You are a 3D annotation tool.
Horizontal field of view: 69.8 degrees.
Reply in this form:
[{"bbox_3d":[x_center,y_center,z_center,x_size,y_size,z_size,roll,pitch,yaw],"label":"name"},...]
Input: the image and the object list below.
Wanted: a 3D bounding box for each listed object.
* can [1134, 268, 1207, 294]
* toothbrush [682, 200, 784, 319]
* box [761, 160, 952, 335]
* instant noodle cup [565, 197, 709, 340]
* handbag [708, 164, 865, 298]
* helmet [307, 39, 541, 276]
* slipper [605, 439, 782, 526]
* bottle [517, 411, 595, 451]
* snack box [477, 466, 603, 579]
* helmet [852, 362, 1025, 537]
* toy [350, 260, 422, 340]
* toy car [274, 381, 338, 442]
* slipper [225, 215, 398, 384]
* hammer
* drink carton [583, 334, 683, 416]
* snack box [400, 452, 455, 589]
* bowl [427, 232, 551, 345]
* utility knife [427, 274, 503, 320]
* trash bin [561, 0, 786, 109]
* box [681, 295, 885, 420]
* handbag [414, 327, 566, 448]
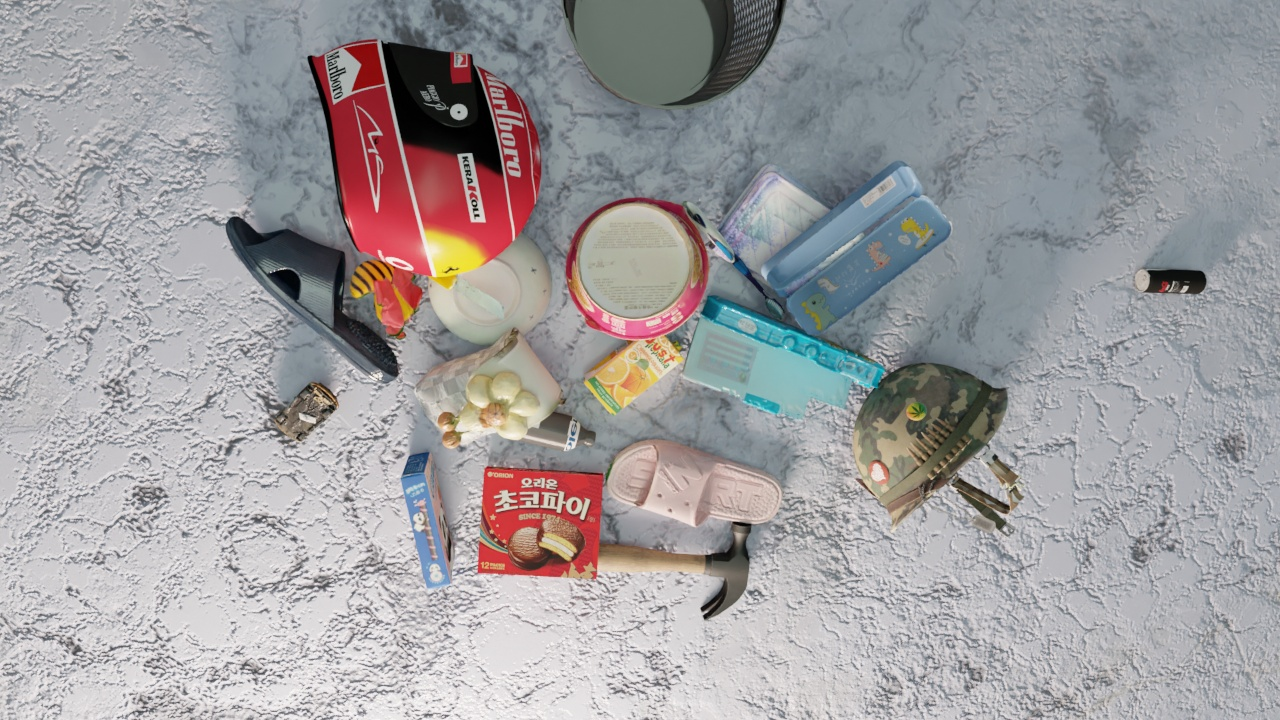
[{"bbox_3d":[0.694,-0.104,1.202,0.080,0.031,0.031,1,103,-5],"label":"can"},{"bbox_3d":[0.113,-0.121,1.116,0.016,0.017,0.189,-34,103,36],"label":"toothbrush"},{"bbox_3d":[0.251,-0.131,1.081,0.210,0.047,0.122,-38,109,13],"label":"box"},{"bbox_3d":[-0.005,-0.114,1.099,0.179,0.077,0.178,0,89,3],"label":"instant noodle cup"},{"bbox_3d":[0.182,-0.151,1.137,0.158,0.069,0.127,32,112,-10],"label":"handbag"},{"bbox_3d":[-0.224,-0.229,1.013,0.224,0.198,0.270,-12,79,-10],"label":"helmet"},{"bbox_3d":[0.075,0.167,1.199,0.239,0.064,0.094,12,101,-9],"label":"slipper"},{"bbox_3d":[-0.113,0.089,1.175,0.112,0.047,0.047,14,101,-8],"label":"bottle"},{"bbox_3d":[-0.128,0.209,1.187,0.152,0.036,0.132,4,89,-3],"label":"snack box"},{"bbox_3d":[0.378,0.123,1.141,0.236,0.193,0.224,25,78,14],"label":"helmet"},{"bbox_3d":[-0.300,-0.077,1.100,0.103,0.046,0.084,50,57,-42],"label":"toy"},{"bbox_3d":[-0.408,0.057,1.145,0.112,0.047,0.047,-35,104,34],"label":"toy car"},{"bbox_3d":[-0.371,-0.085,1.089,0.082,0.101,0.263,-42,106,6],"label":"slipper"},{"bbox_3d":[-0.008,0.272,1.232,0.305,0.040,0.132,5,99,-5],"label":"hammer"},{"bbox_3d":[-0.007,0.007,1.167,0.122,0.041,0.058,-39,103,4],"label":"drink carton"},{"bbox_3d":[-0.269,0.202,1.167,0.033,0.088,0.154,-11,104,-5],"label":"snack box"},{"bbox_3d":[-0.185,-0.088,1.116,0.153,0.073,0.153,-1,102,-6],"label":"bowl"},{"bbox_3d":[-0.240,-0.105,1.075,0.228,0.019,0.030,33,114,28],"label":"utility knife"},{"bbox_3d":[0.023,-0.377,0.986,0.217,0.227,0.218,-1,103,-4],"label":"trash bin"},{"bbox_3d":[0.173,0.012,1.156,0.226,0.097,0.117,21,99,-9],"label":"box"},{"bbox_3d":[-0.193,0.048,1.105,0.172,0.123,0.112,-21,117,27],"label":"handbag"}]
